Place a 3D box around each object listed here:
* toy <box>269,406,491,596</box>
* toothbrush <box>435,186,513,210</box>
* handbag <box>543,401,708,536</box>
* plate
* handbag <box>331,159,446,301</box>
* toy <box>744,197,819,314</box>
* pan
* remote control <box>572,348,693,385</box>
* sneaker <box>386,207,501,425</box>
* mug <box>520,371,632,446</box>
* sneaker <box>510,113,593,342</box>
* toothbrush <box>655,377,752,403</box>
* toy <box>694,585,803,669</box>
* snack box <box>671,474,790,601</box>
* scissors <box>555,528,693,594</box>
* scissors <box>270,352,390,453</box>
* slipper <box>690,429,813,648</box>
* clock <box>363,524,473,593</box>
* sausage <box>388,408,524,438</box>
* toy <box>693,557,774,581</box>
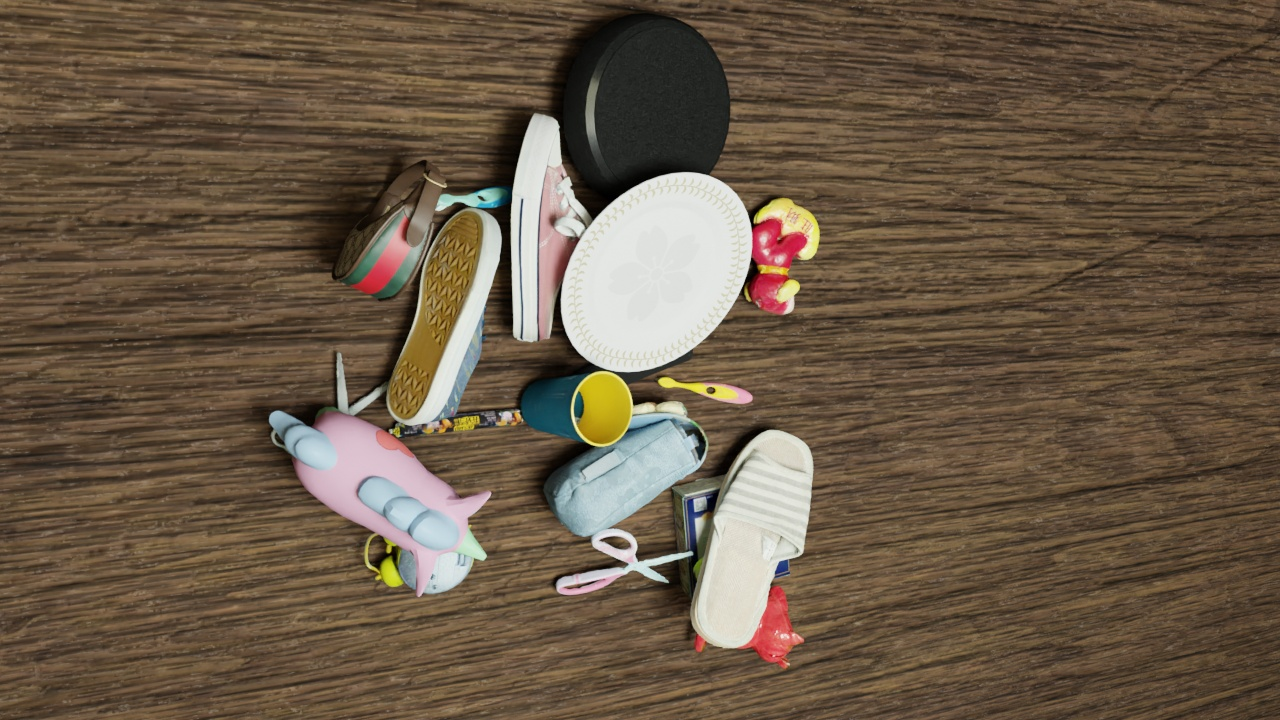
[{"bbox_3d":[-0.259,0.123,0.906,0.222,0.171,0.120,37,85,-32],"label":"toy"},{"bbox_3d":[-0.167,-0.165,0.934,0.017,0.135,0.022,-31,88,29],"label":"toothbrush"},{"bbox_3d":[-0.024,0.112,1.049,0.191,0.122,0.118,-29,94,-12],"label":"handbag"},{"bbox_3d":[0.019,-0.094,1.007,0.242,0.016,0.243,-19,131,-24],"label":"plate"},{"bbox_3d":[-0.234,-0.129,0.873,0.063,0.167,0.138,25,79,-26],"label":"handbag"},{"bbox_3d":[0.161,-0.126,1.093,0.105,0.067,0.137,13,89,-20],"label":"toy"},{"bbox_3d":[0.011,-0.193,1.009,0.203,0.044,0.356,-10,110,-33],"label":"pan"},{"bbox_3d":[-0.006,0.006,1.077,0.151,0.020,0.041,-22,111,-18],"label":"remote control"},{"bbox_3d":[-0.189,-0.040,0.965,0.079,0.087,0.235,18,92,-57],"label":"sneaker"},{"bbox_3d":[-0.075,0.051,0.998,0.078,0.122,0.078,1,89,-37],"label":"mug"},{"bbox_3d":[-0.089,-0.134,0.968,0.088,0.118,0.241,3,107,-2],"label":"sneaker"},{"bbox_3d":[0.079,0.035,1.122,0.135,0.016,0.021,12,96,-26],"label":"toothbrush"},{"bbox_3d":[0.136,0.348,1.164,0.132,0.094,0.088,-10,135,-17],"label":"toy"},{"bbox_3d":[0.117,0.217,1.163,0.144,0.042,0.145,-10,106,-19],"label":"snack box"},{"bbox_3d":[-0.019,0.238,1.088,0.170,0.014,0.169,-9,139,-7],"label":"scissors"},{"bbox_3d":[-0.313,0.076,0.973,0.141,0.014,0.175,-18,111,-17],"label":"scissors"},{"bbox_3d":[0.136,0.207,1.091,0.114,0.054,0.272,26,68,-3],"label":"slipper"},{"bbox_3d":[-0.242,0.209,1.009,0.119,0.057,0.083,3,102,-23],"label":"clock"},{"bbox_3d":[-0.199,0.068,1.014,0.155,0.020,0.020,-5,104,-21],"label":"sausage"},{"bbox_3d":[0.125,0.253,1.127,0.117,0.043,0.092,-34,102,-18],"label":"toy"}]
